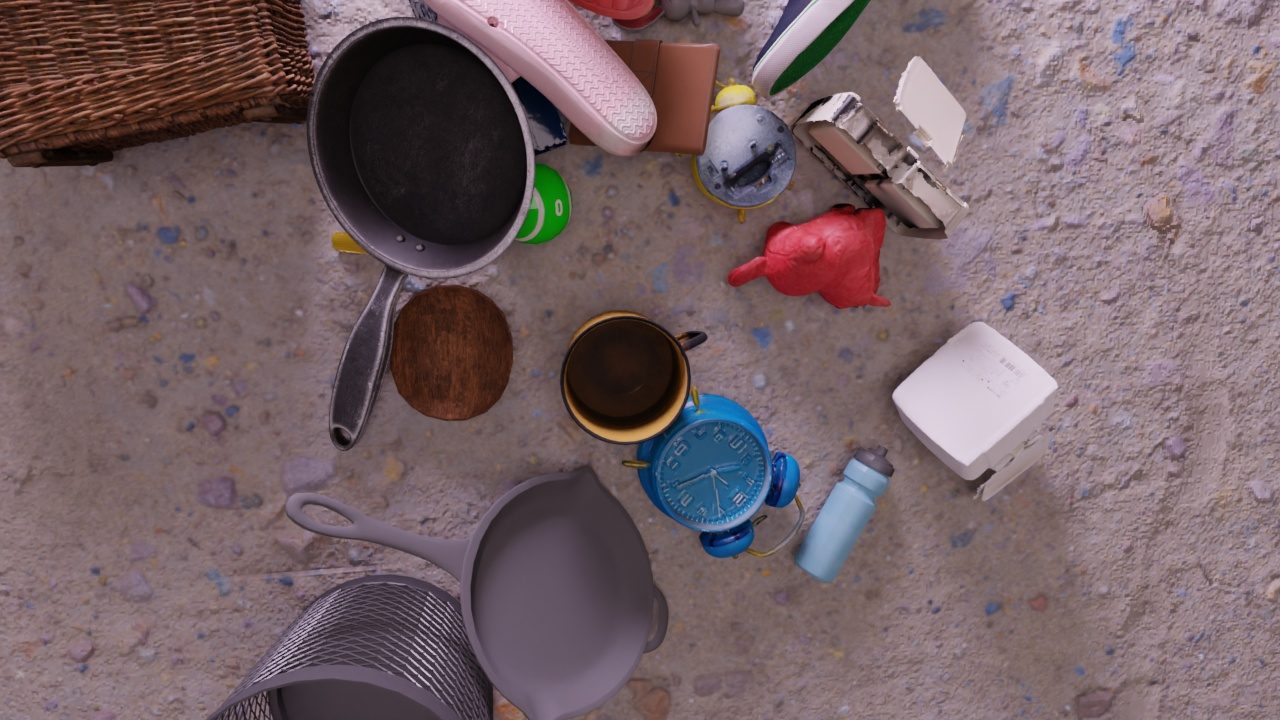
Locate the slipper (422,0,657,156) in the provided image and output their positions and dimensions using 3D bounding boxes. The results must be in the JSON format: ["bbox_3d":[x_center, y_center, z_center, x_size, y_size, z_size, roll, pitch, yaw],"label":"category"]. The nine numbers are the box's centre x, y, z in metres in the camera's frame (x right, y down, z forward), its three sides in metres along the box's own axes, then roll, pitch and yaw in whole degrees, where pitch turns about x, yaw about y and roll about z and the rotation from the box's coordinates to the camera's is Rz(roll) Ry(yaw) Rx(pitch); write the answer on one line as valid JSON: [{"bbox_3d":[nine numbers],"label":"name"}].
[{"bbox_3d":[-0.079,-0.236,0.697,0.221,0.106,0.056,39,136,-9],"label":"slipper"}]

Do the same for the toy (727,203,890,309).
[{"bbox_3d":[0.143,-0.071,0.769,0.133,0.088,0.094,-16,110,-2],"label":"toy"}]

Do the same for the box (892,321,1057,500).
[{"bbox_3d":[0.307,0.058,0.811,0.109,0.136,0.121,-42,57,2],"label":"box"}]

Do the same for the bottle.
[{"bbox_3d":[0.184,0.133,0.817,0.040,0.040,0.130,28,94,-9],"label":"bottle"}]

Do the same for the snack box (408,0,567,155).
[{"bbox_3d":[-0.123,-0.234,0.744,0.082,0.027,0.150,-20,100,-4],"label":"snack box"}]

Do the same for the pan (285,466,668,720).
[{"bbox_3d":[-0.114,0.169,0.727,0.354,0.024,0.216,28,59,-34],"label":"pan"}]

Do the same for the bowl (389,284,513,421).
[{"bbox_3d":[-0.156,-0.007,0.770,0.102,0.026,0.114,6,99,-1],"label":"bowl"}]

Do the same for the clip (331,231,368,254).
[{"bbox_3d":[-0.224,-0.108,0.757,0.054,0.045,0.049,5,55,-5],"label":"clip"}]

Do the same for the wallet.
[{"bbox_3d":[0.001,-0.214,0.741,0.121,0.013,0.087,10,97,22],"label":"wallet"}]

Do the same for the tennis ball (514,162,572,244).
[{"bbox_3d":[-0.088,-0.127,0.742,0.065,0.065,0.065,-1,97,-6],"label":"tennis ball"}]

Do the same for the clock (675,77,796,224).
[{"bbox_3d":[0.075,-0.177,0.756,0.083,0.057,0.119,-36,100,0],"label":"clock"}]

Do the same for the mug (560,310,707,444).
[{"bbox_3d":[-0.004,0.004,0.753,0.124,0.094,0.100,-27,99,0],"label":"mug"}]

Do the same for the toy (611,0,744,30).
[{"bbox_3d":[0.029,-0.293,0.750,0.111,0.030,0.049,-6,69,-7],"label":"toy"}]

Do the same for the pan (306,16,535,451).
[{"bbox_3d":[-0.188,-0.082,0.712,0.187,0.055,0.358,25,118,8],"label":"pan"}]

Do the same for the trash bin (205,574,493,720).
[{"bbox_3d":[-0.214,0.294,0.703,0.217,0.227,0.218,-1,97,-6],"label":"trash bin"}]

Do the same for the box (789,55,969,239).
[{"bbox_3d":[0.214,-0.164,0.706,0.143,0.186,0.070,39,91,-16],"label":"box"}]

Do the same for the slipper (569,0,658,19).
[{"bbox_3d":[-0.082,-0.353,0.696,0.249,0.104,0.059,33,64,4],"label":"slipper"}]

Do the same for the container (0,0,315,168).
[{"bbox_3d":[-0.361,-0.247,0.657,0.250,0.162,0.183,-12,104,-4],"label":"container"}]

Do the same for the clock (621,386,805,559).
[{"bbox_3d":[0.071,0.102,0.791,0.161,0.060,0.117,40,92,-10],"label":"clock"}]

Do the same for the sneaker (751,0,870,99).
[{"bbox_3d":[0.153,-0.318,0.739,0.079,0.084,0.235,38,89,5],"label":"sneaker"}]
